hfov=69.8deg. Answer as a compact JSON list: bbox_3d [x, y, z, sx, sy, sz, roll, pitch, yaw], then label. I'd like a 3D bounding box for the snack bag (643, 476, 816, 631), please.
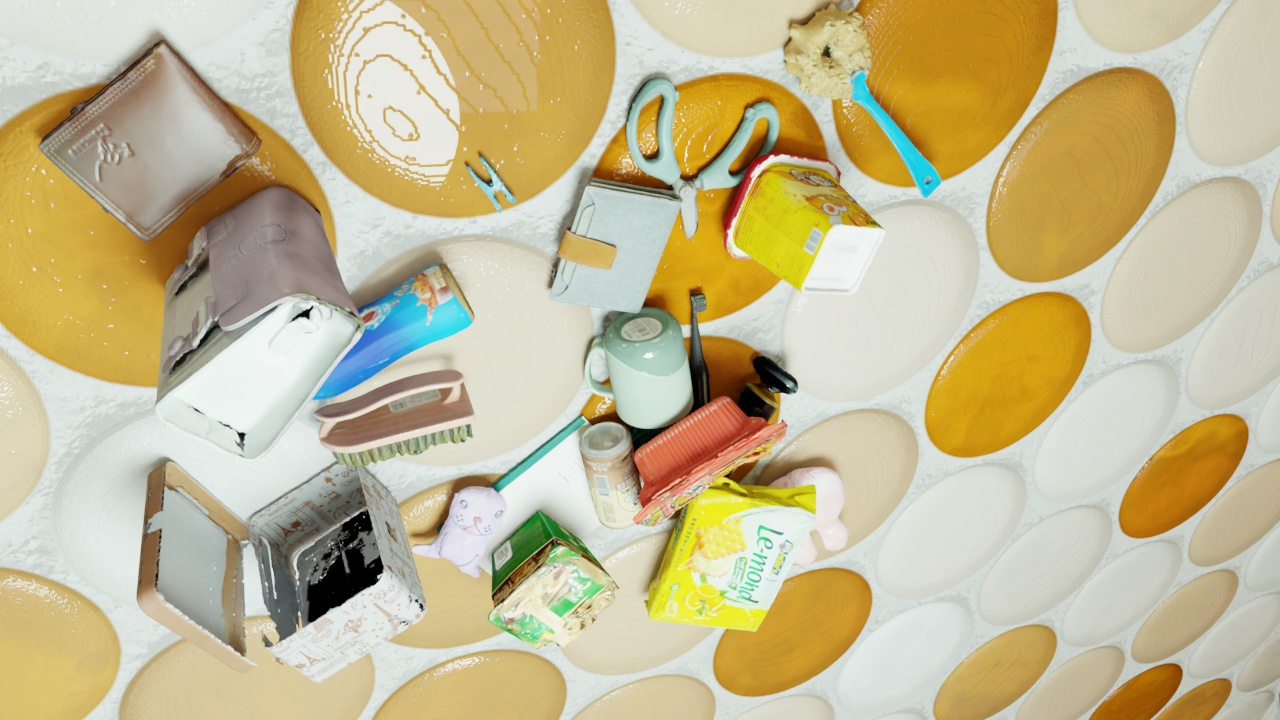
[{"bbox_3d":[0.106,0.239,1.147,0.158,0.068,0.247,10,123,-14],"label":"snack bag"}]

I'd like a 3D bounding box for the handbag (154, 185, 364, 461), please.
[{"bbox_3d":[-0.296,-0.040,0.703,0.145,0.197,0.098,-43,130,6],"label":"handbag"}]

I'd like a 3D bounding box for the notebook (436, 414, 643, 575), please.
[{"bbox_3d":[-0.108,0.169,1.055,0.209,0.012,0.150,-38,128,2],"label":"notebook"}]

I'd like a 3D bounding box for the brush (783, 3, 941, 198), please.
[{"bbox_3d":[0.231,-0.246,0.905,0.083,0.046,0.254,-47,123,6],"label":"brush"}]

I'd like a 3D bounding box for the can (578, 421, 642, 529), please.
[{"bbox_3d":[-0.031,0.128,1.021,0.058,0.058,0.116,-20,126,-12],"label":"can"}]

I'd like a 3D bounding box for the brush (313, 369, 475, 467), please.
[{"bbox_3d":[-0.236,0.054,0.884,0.145,0.063,0.073,-14,131,-14],"label":"brush"}]

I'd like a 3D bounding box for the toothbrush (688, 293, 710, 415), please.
[{"bbox_3d":[0.066,0.016,1.025,0.027,0.026,0.213,-8,125,-5],"label":"toothbrush"}]

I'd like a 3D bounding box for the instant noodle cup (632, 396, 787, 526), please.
[{"bbox_3d":[0.067,0.101,0.982,0.189,0.079,0.164,-32,169,1],"label":"instant noodle cup"}]

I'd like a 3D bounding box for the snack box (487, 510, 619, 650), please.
[{"bbox_3d":[-0.106,0.239,1.026,0.118,0.105,0.117,-43,125,4],"label":"snack box"}]

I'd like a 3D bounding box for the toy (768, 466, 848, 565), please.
[{"bbox_3d":[0.217,0.204,1.206,0.121,0.054,0.159,-24,124,-1],"label":"toy"}]

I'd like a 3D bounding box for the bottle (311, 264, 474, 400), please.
[{"bbox_3d":[-0.258,-0.011,0.825,0.218,0.065,0.065,-29,130,-6],"label":"bottle"}]

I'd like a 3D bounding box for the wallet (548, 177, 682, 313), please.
[{"bbox_3d":[-0.027,-0.106,0.881,0.106,0.037,0.130,4,126,-26],"label":"wallet"}]

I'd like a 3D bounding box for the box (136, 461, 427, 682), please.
[{"bbox_3d":[-0.322,0.167,0.845,0.157,0.181,0.198,-32,130,-1],"label":"box"}]

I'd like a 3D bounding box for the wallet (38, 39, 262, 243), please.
[{"bbox_3d":[-0.367,-0.164,0.693,0.124,0.032,0.101,-38,127,2],"label":"wallet"}]

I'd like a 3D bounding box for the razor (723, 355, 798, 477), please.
[{"bbox_3d":[0.129,0.071,1.082,0.067,0.062,0.168,-20,142,-53],"label":"razor"}]

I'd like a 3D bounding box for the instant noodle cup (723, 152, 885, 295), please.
[{"bbox_3d":[0.163,-0.128,0.898,0.116,0.123,0.116,-1,126,-34],"label":"instant noodle cup"}]

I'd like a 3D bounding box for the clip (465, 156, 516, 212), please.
[{"bbox_3d":[-0.133,-0.157,0.819,0.045,0.014,0.057,-36,131,3],"label":"clip"}]

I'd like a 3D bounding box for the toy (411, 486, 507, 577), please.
[{"bbox_3d":[-0.189,0.180,0.994,0.084,0.039,0.108,25,108,-22],"label":"toy"}]

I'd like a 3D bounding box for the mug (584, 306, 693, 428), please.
[{"bbox_3d":[-0.006,0.006,0.956,0.112,0.082,0.106,-1,129,13],"label":"mug"}]

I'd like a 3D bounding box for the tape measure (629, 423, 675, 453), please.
[{"bbox_3d":[0.011,0.095,1.053,0.058,0.025,0.055,6,118,-28],"label":"tape measure"}]

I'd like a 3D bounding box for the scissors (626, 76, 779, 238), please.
[{"bbox_3d":[0.045,-0.203,0.870,0.170,0.019,0.181,-44,130,9],"label":"scissors"}]
